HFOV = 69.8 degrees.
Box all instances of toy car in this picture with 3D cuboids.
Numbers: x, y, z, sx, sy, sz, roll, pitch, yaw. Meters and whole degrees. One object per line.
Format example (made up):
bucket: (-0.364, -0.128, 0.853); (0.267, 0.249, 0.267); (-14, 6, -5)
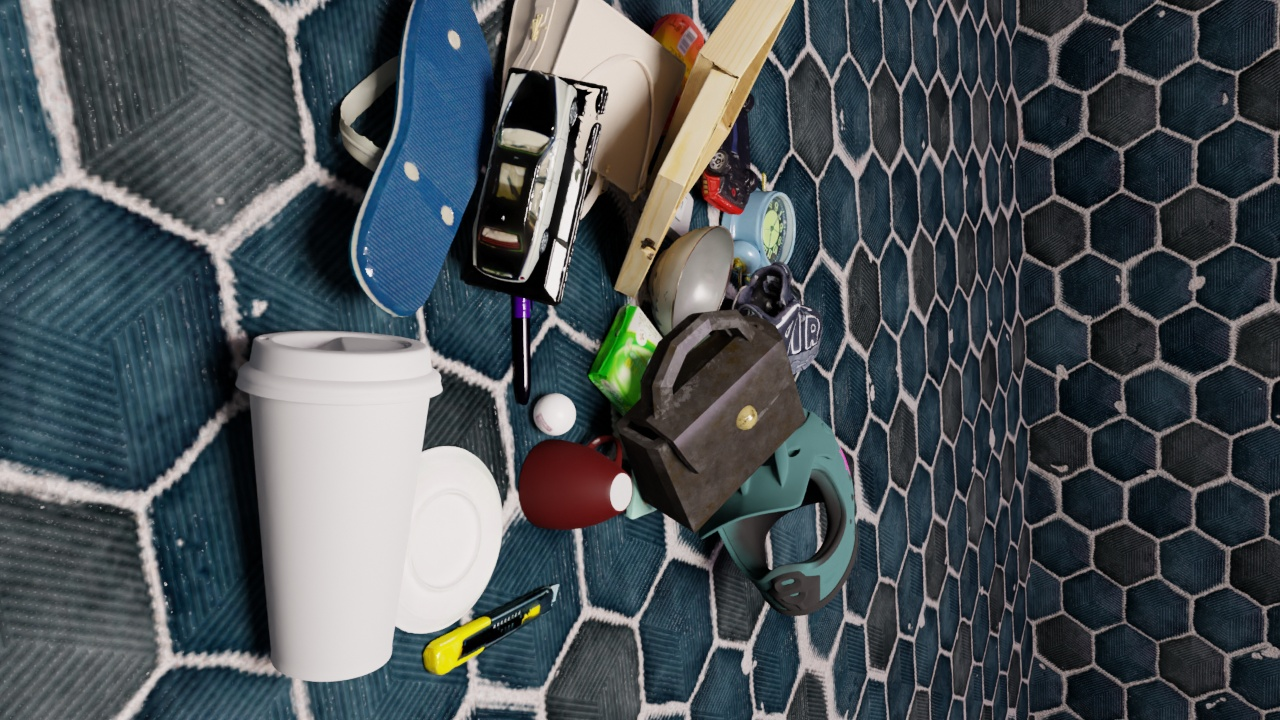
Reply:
toy car: (0.102, -0.275, 1.118); (0.081, 0.056, 0.189); (17, 71, -56)
toy car: (-0.095, -0.147, 0.755); (0.071, 0.094, 0.192); (-17, 121, -81)

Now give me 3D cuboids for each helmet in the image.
helmet: (0.152, 0.154, 1.070); (0.200, 0.177, 0.274); (60, 20, -20)

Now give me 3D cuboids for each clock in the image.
clock: (0.150, -0.152, 1.190); (0.118, 0.060, 0.162); (30, 71, -54)

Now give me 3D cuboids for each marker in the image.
marker: (-0.108, -0.025, 0.852); (0.018, 0.015, 0.134); (-3, 93, -30)

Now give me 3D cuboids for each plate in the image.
plate: (-0.167, 0.151, 0.775); (0.156, 0.014, 0.157); (-3, 94, -56)

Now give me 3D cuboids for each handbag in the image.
handbag: (0.075, 0.038, 0.919); (0.197, 0.102, 0.199); (-42, 132, -21)
handbag: (-0.055, -0.222, 0.872); (0.194, 0.101, 0.198); (13, 92, -55)

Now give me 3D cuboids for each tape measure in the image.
tape measure: (0.037, -0.175, 1.057); (0.060, 0.020, 0.062); (32, 65, -51)

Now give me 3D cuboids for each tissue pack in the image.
tissue pack: (-0.006, 0.006, 0.990); (0.114, 0.034, 0.099); (50, 53, -42)

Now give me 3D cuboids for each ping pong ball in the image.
ping pong ball: (-0.082, 0.051, 0.873); (0.040, 0.040, 0.040); (-2, 93, -55)

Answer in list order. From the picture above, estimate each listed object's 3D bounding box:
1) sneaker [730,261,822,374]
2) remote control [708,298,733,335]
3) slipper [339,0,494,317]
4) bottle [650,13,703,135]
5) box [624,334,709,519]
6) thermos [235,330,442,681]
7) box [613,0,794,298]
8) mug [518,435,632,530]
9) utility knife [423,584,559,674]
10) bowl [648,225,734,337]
sneaker: (0.166, -0.057, 1.135); (0.251, 0.097, 0.151); (-34, 142, -54)
remote control: (0.081, -0.014, 1.124); (0.140, 0.021, 0.045); (-60, 154, -32)
slipper: (-0.176, -0.165, 0.712); (0.118, 0.060, 0.294); (45, 45, -50)
bottle: (0.030, -0.313, 1.017); (0.071, 0.049, 0.134); (37, 61, -50)
box: (0.037, 0.071, 1.000); (0.138, 0.052, 0.187); (-35, 135, -62)
thermos: (-0.208, 0.096, 0.629); (0.131, 0.132, 0.222); (-7, 105, -55)
box: (0.054, -0.213, 0.910); (0.247, 0.068, 0.253); (117, -4, -69)
mug: (-0.048, 0.112, 0.881); (0.113, 0.089, 0.087); (-55, 133, -39)
utility knife: (-0.128, 0.239, 0.833); (0.172, 0.020, 0.029); (-15, 105, -56)
bowl: (0.048, -0.086, 1.026); (0.150, 0.057, 0.151); (-49, 150, -41)
